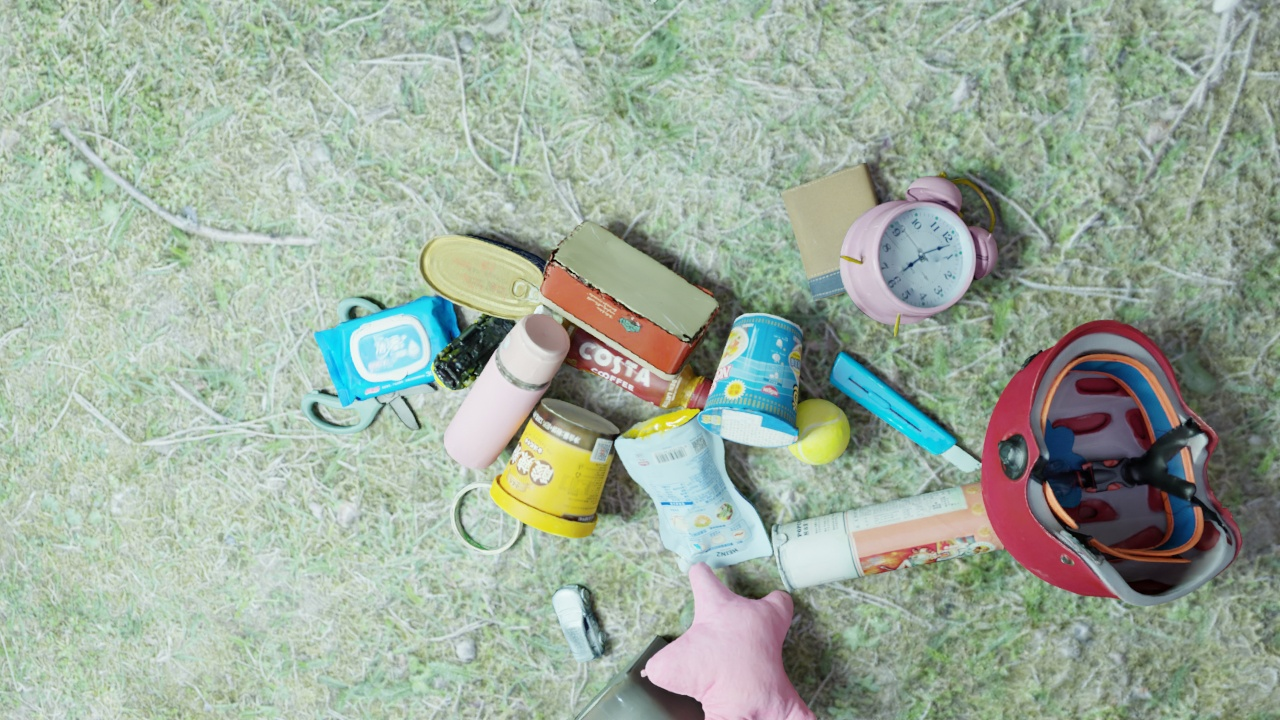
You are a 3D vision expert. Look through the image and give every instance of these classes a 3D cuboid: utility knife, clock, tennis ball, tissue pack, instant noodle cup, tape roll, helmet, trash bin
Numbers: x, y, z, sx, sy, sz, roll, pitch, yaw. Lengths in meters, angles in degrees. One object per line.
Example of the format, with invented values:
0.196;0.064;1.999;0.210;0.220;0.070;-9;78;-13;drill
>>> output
0.264;0.056;0.916;0.179;0.018;0.034;37;106;4;utility knife
0.264;-0.104;0.850;0.158;0.060;0.117;-39;98;-11;clock
0.176;0.071;0.917;0.065;0.065;0.065;3;100;14;tennis ball
-0.273;-0.012;1.008;0.157;0.052;0.095;-16;95;0;tissue pack
-0.083;0.110;0.968;0.118;0.118;0.114;25;97;9;instant noodle cup
-0.177;0.180;1.053;0.086;0.013;0.086;3;101;14;tape roll
0.391;0.096;0.819;0.206;0.144;0.240;-6;79;-21;helmet
0.030;0.435;0.961;0.220;0.198;0.199;43;107;10;trash bin
0.115;0.017;0.896;0.099;0.099;0.109;9;67;12;instant noodle cup

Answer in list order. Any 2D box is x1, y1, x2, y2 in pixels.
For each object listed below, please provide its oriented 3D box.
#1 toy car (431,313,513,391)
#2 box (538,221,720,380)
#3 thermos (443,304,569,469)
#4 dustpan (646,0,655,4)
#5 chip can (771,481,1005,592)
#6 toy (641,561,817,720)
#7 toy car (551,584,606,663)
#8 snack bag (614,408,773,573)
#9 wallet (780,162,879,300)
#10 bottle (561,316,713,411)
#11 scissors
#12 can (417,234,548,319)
-0.179;-0.010;0.987;0.048;0.105;0.032;48;151;-9;toy car
-0.009;-0.068;0.917;0.168;0.091;0.077;32;137;6;box
-0.140;0.026;0.962;0.067;0.087;0.199;20;131;-20;thermos
-0.012;-0.531;0.885;0.257;0.142;0.223;39;109;-26;dustpan
0.245;0.175;0.915;0.215;0.071;0.071;-16;96;16;chip can
0.085;0.297;0.930;0.178;0.075;0.194;1;58;-18;toy
-0.072;0.299;1.038;0.043;0.034;0.090;-19;93;20;toy car
0.057;0.143;0.958;0.110;0.038;0.191;-22;112;10;snack bag
0.195;-0.124;0.895;0.090;0.033;0.115;-18;94;14;wallet
-0.006;0.006;0.955;0.175;0.057;0.057;25;105;9;bottle
-0.329;0.023;1.061;0.179;0.019;0.170;-28;96;15;scissors
-0.161;-0.091;0.982;0.148;0.049;0.075;18;104;11;can
